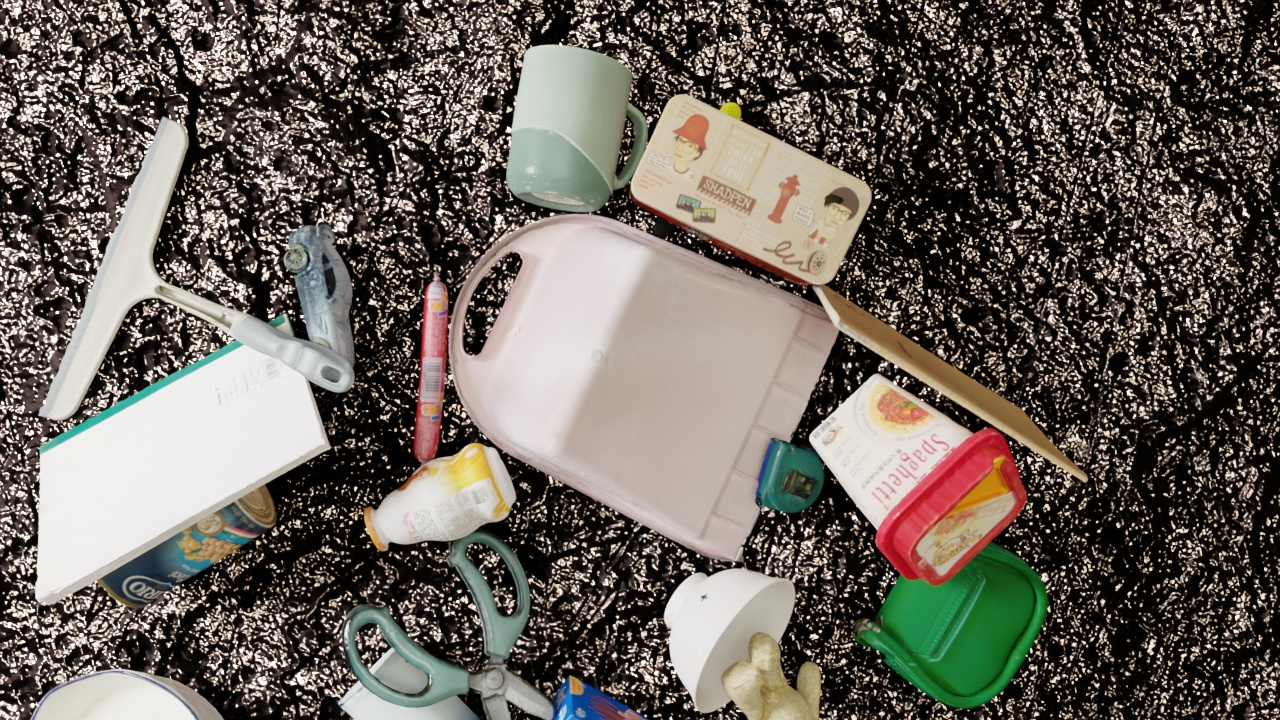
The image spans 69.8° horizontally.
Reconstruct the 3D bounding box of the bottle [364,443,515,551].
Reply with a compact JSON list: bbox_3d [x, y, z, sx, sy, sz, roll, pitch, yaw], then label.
[{"bbox_3d":[-0.152,0.107,0.696,0.108,0.063,0.063,-23,92,-5],"label":"bottle"}]

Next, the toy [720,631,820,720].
[{"bbox_3d":[0.109,0.271,0.702,0.105,0.066,0.157,-46,124,-27],"label":"toy"}]

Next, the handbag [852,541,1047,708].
[{"bbox_3d":[0.245,0.198,0.731,0.120,0.068,0.131,30,87,-4],"label":"handbag"}]

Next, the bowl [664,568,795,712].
[{"bbox_3d":[0.059,0.202,0.709,0.065,0.118,0.118,32,86,34],"label":"bowl"}]

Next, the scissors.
[{"bbox_3d":[-0.125,0.201,0.693,0.174,0.019,0.177,30,57,-6],"label":"scissors"}]

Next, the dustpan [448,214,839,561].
[{"bbox_3d":[-0.004,0.004,0.739,0.273,0.139,0.222,29,86,-33],"label":"dustpan"}]

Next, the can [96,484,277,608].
[{"bbox_3d":[-0.335,0.119,0.673,0.111,0.075,0.075,-32,93,-5],"label":"can"}]

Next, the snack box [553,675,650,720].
[{"bbox_3d":[0.007,0.301,0.701,0.157,0.084,0.026,31,87,-5],"label":"snack box"}]

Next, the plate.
[{"bbox_3d":[-0.363,0.322,0.658,0.205,0.045,0.205,-1,88,17],"label":"plate"}]

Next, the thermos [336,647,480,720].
[{"bbox_3d":[-0.129,0.313,0.697,0.070,0.070,0.220,-44,93,-4],"label":"thermos"}]

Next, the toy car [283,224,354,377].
[{"bbox_3d":[-0.237,-0.042,0.693,0.037,0.054,0.120,-10,91,-4],"label":"toy car"}]

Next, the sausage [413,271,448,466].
[{"bbox_3d":[-0.163,0.008,0.718,0.020,0.020,0.156,4,90,-5],"label":"sausage"}]

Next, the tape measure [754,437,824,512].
[{"bbox_3d":[0.121,0.094,0.733,0.054,0.025,0.058,15,95,-24],"label":"tape measure"}]

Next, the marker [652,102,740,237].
[{"bbox_3d":[0.045,-0.153,0.739,0.018,0.015,0.124,30,89,-6],"label":"marker"}]

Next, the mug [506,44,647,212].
[{"bbox_3d":[-0.044,-0.170,0.704,0.111,0.082,0.106,10,88,-37],"label":"mug"}]

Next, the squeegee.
[{"bbox_3d":[-0.298,-0.027,0.673,0.247,0.039,0.246,22,90,19],"label":"squeegee"}]

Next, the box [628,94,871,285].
[{"bbox_3d":[0.081,-0.129,0.708,0.168,0.079,0.091,25,94,-5],"label":"box"}]

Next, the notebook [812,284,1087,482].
[{"bbox_3d":[0.225,0.010,0.692,0.207,0.147,0.008,32,105,-4],"label":"notebook"}]

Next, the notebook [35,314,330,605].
[{"bbox_3d":[-0.333,0.062,0.657,0.209,0.012,0.150,-30,49,-5],"label":"notebook"}]

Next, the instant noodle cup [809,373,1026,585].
[{"bbox_3d":[0.202,0.084,0.689,0.116,0.124,0.116,-44,138,1],"label":"instant noodle cup"}]
